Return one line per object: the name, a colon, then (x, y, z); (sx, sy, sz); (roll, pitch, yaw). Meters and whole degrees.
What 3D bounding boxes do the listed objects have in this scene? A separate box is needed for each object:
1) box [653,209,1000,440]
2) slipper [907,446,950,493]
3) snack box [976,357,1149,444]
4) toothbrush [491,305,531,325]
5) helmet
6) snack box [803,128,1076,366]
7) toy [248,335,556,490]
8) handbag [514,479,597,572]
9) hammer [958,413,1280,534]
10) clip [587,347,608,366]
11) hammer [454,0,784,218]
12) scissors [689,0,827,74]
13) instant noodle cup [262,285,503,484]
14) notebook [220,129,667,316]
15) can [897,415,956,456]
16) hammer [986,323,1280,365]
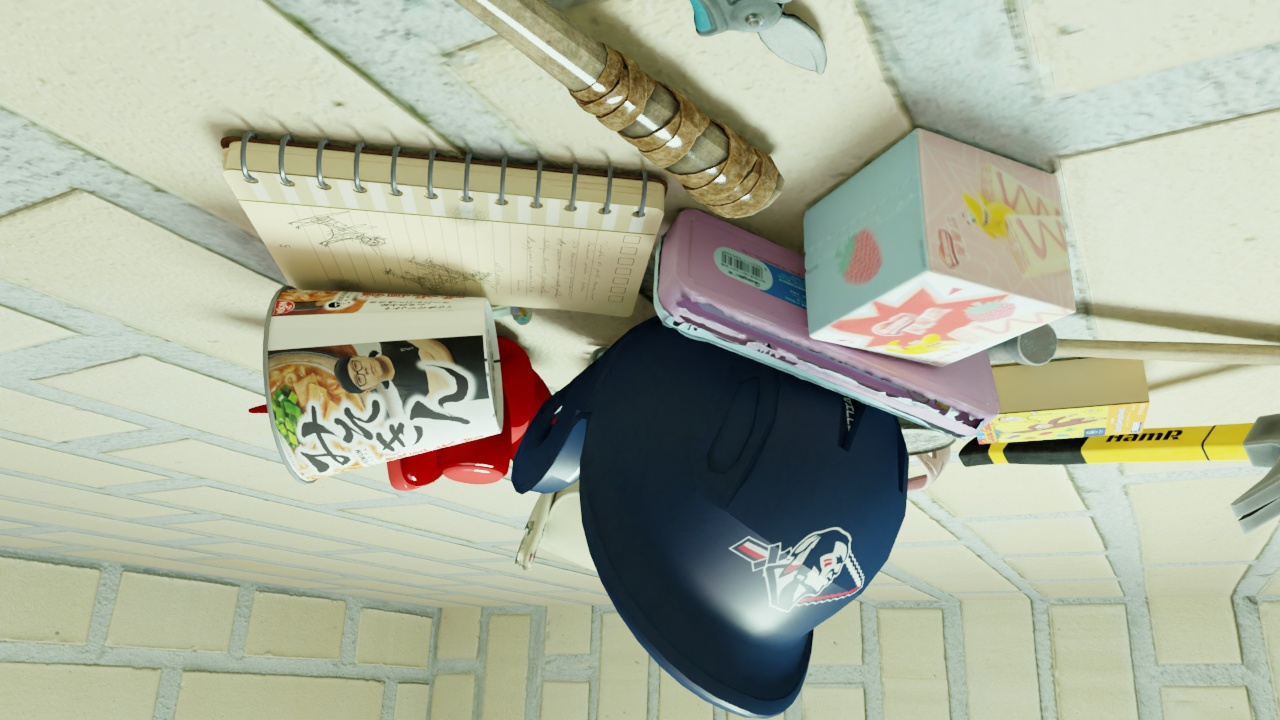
box: (0.107, -0.017, 0.522); (0.214, 0.076, 0.034); (21, 135, -15)
slipper: (0.225, 0.096, 0.845); (0.094, 0.064, 0.239); (-18, 165, 33)
snack box: (0.336, 0.033, 0.745); (0.126, 0.040, 0.088); (-7, 158, 23)
toothbrush: (-0.147, -0.025, 0.670); (0.155, 0.015, 0.022); (-9, 123, 26)
helmet: (0.061, 0.086, 0.590); (0.224, 0.271, 0.232); (-27, 133, 36)
snack box: (0.149, -0.052, 0.471); (0.094, 0.079, 0.093); (12, 158, -24)
toy: (-0.170, 0.040, 0.712); (0.197, 0.120, 0.158); (0, -174, 18)
handbag: (0.005, 0.165, 0.969); (0.229, 0.183, 0.132); (21, 156, -3)
hammer: (0.407, 0.075, 0.773); (0.034, 0.169, 0.325); (57, 150, -13)
clip: (-0.004, 0.005, 0.729); (0.076, 0.023, 0.044); (3, 159, -8)
hammer: (-0.038, -0.125, 0.345); (0.122, 0.048, 0.318); (-16, 155, 35)
scissors: (0.022, -0.139, 0.333); (0.138, 0.019, 0.136); (1, 163, 0)
instant noodle cup: (-0.152, 0.009, 0.573); (0.122, 0.123, 0.124); (-6, 161, -3)
notebook: (-0.106, -0.071, 0.528); (0.225, 0.024, 0.168); (4, 161, -6)
can: (0.189, 0.028, 0.698); (0.090, 0.074, 0.090); (1, 161, 0)
hammer: (0.370, -0.009, 0.632); (0.331, 0.030, 0.119); (0, 180, -11)
